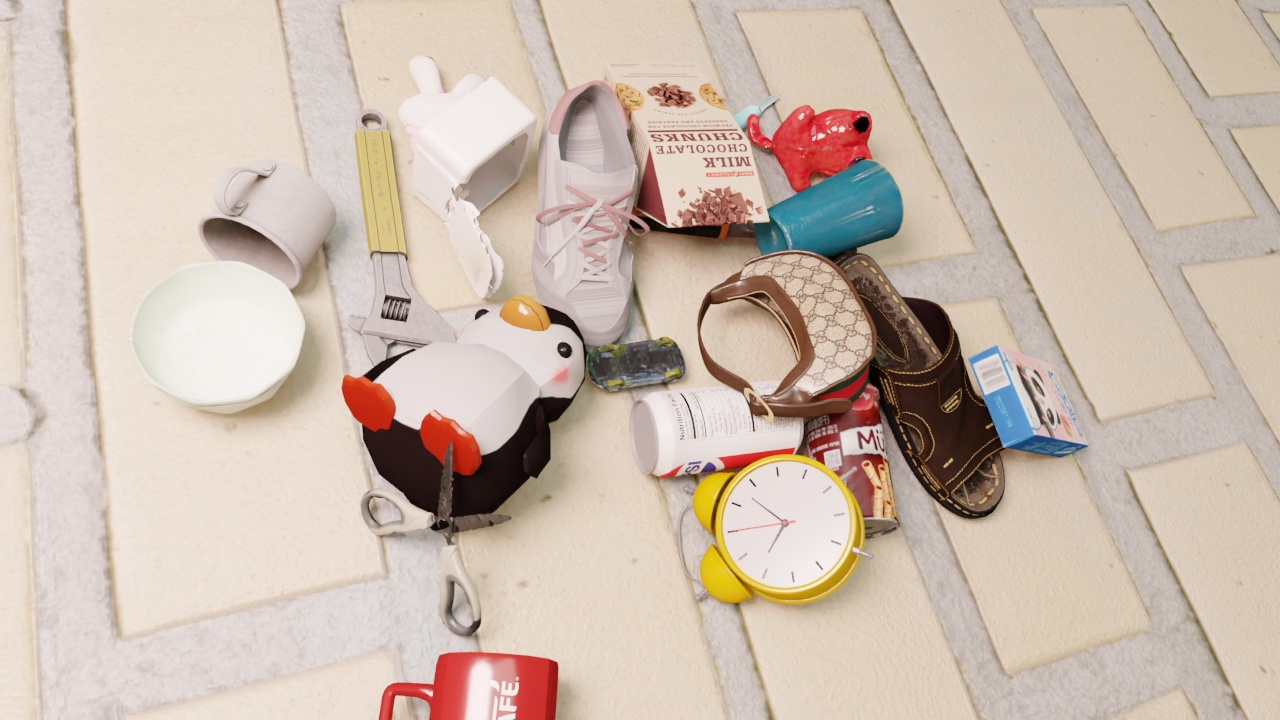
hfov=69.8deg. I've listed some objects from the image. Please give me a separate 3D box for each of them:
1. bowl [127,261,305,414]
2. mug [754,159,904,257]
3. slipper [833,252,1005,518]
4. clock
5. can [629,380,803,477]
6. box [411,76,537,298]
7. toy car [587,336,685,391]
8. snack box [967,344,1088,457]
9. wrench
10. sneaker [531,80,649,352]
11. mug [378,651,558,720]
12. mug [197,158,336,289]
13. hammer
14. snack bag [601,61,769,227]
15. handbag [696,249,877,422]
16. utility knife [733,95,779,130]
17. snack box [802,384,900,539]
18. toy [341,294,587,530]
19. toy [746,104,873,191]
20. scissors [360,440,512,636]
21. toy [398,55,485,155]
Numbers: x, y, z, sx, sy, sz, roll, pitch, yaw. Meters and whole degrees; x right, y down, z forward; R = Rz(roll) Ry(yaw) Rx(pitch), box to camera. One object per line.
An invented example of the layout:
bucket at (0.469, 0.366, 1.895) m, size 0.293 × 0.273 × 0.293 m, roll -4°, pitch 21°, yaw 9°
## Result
bowl at (-0.311, -0.010, 0.684) m, size 0.117 × 0.061 × 0.117 m, roll 7°, pitch 63°, yaw -15°
mug at (0.170, -0.130, 0.849) m, size 0.121 × 0.078 × 0.078 m, roll -23°, pitch 73°, yaw -18°
slipper at (0.257, 0.017, 0.828) m, size 0.112 × 0.076 × 0.268 m, roll -29°, pitch 87°, yaw -27°
clock at (0.103, 0.134, 0.726) m, size 0.152 × 0.052 × 0.113 m, roll -12°, pitch 64°, yaw 15°
can at (0.063, 0.056, 0.763) m, size 0.132 × 0.070 × 0.070 m, roll -5°, pitch 66°, yaw -20°
box at (-0.132, -0.134, 0.775) m, size 0.132 × 0.107 × 0.151 m, roll 41°, pitch 63°, yaw 4°
toy car at (-0.005, 0.005, 0.792) m, size 0.089 × 0.027 × 0.038 m, roll -8°, pitch 70°, yaw -22°
snack box at (0.360, 0.040, 0.847) m, size 0.154 × 0.033 × 0.088 m, roll 11°, pitch 58°, yaw -48°
wrench at (-0.213, -0.105, 0.786) m, size 0.083 × 0.018 × 0.273 m, roll -4°, pitch 66°, yaw -19°
sneaker at (-0.043, -0.128, 0.782) m, size 0.099 × 0.089 × 0.236 m, roll -3°, pitch 83°, yaw -11°
mug at (-0.115, 0.249, 0.608) m, size 0.116 × 0.081 × 0.096 m, roll 6°, pitch 63°, yaw -7°
mug at (-0.292, -0.115, 0.713) m, size 0.084 × 0.113 × 0.070 m, roll 15°, pitch 57°, yaw 8°
hammer at (0.060, -0.121, 0.872) m, size 0.314 × 0.035 × 0.137 m, roll 5°, pitch 65°, yaw -14°
snack bag at (0.036, -0.189, 0.841) m, size 0.094 × 0.070 × 0.206 m, roll -6°, pitch 48°, yaw -20°
handbag at (0.119, -0.017, 0.768) m, size 0.138 × 0.063 × 0.166 m, roll -15°, pitch 52°, yaw -4°
utility knife at (0.103, -0.249, 0.959) m, size 0.022 × 0.015 × 0.140 m, roll 34°, pitch 57°, yaw 23°
snack box at (0.178, 0.087, 0.784) m, size 0.072 × 0.072 × 0.121 m, roll 4°, pitch 64°, yaw -16°
toy at (-0.114, 0.031, 0.706) m, size 0.159 × 0.140 × 0.183 m, roll 22°, pitch 44°, yaw 22°
toy at (0.175, -0.227, 0.955) m, size 0.133 × 0.088 × 0.093 m, roll 9°, pitch 27°, yaw 8°
scissors at (-0.143, 0.121, 0.639) m, size 0.158 × 0.171 × 0.012 m, roll 14°, pitch 29°, yaw 32°
toy at (-0.184, -0.229, 0.845) m, size 0.079 × 0.038 × 0.122 m, roll 13°, pitch 54°, yaw -10°
